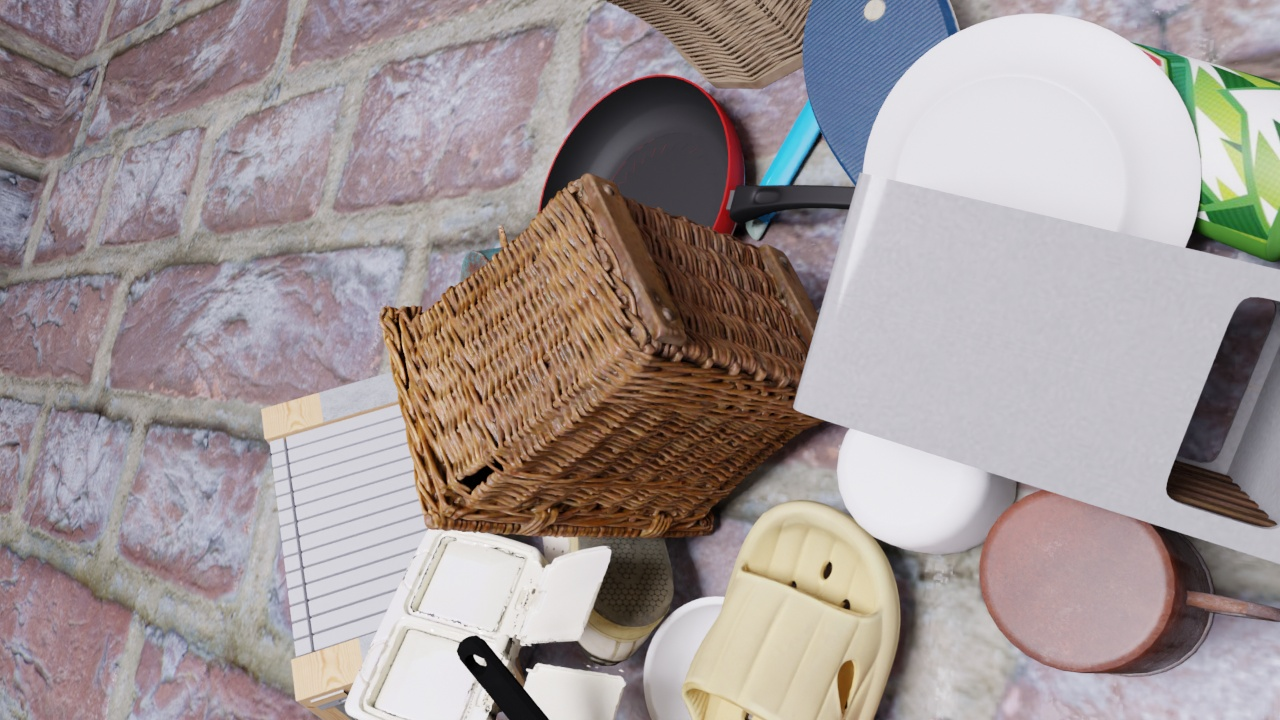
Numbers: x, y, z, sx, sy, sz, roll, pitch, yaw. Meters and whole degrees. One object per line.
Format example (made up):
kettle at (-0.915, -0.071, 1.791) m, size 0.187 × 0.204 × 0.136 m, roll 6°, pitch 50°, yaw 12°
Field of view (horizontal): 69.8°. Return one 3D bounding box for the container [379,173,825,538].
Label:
container at (-0.003, 0.003, 0.594) m, size 0.184 × 0.249 × 0.162 m, roll -41°, pitch 56°, yaw 31°

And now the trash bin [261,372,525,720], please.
trash bin at (-0.203, 0.156, 0.758) m, size 0.142 × 0.143 × 0.246 m, roll -17°, pitch 57°, yaw -9°

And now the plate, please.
plate at (0.209, -0.096, 0.523) m, size 0.189 × 0.016 × 0.189 m, roll 18°, pitch 119°, yaw 37°

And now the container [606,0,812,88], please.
container at (0.052, -0.344, 0.716) m, size 0.227 × 0.196 × 0.226 m, roll -15°, pitch 66°, yaw 36°

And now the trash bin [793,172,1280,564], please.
trash bin at (0.208, -0.006, 0.446) m, size 0.229 × 0.114 × 0.114 m, roll 18°, pitch 104°, yaw 17°

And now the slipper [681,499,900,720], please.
slipper at (0.076, 0.212, 0.544) m, size 0.111 × 0.079 × 0.261 m, roll 16°, pitch 85°, yaw 27°

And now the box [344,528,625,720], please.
box at (-0.095, 0.182, 0.598) m, size 0.186 × 0.066 × 0.145 m, roll -6°, pitch 50°, yaw 34°

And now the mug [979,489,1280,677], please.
mug at (0.246, 0.115, 0.459) m, size 0.123 × 0.110 × 0.096 m, roll -2°, pitch 79°, yaw 40°

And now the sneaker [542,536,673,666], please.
sneaker at (-0.039, 0.130, 0.718) m, size 0.241 × 0.088 × 0.102 m, roll -111°, pitch 27°, yaw -47°

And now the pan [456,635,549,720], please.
pan at (0.021, 0.287, 0.511) m, size 0.226 × 0.034 × 0.356 m, roll -40°, pitch 89°, yaw 27°

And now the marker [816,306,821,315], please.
marker at (0.104, -0.001, 0.681) m, size 0.152 × 0.011 × 0.011 m, roll -49°, pitch 51°, yaw 16°

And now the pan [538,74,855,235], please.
pan at (0.050, -0.125, 0.726) m, size 0.357 × 0.067 × 0.209 m, roll 12°, pitch 86°, yaw 42°

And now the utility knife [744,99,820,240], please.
utility knife at (0.133, -0.183, 0.714) m, size 0.031 × 0.015 × 0.196 m, roll 40°, pitch 107°, yaw 40°

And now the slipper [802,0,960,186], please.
slipper at (0.197, -0.150, 0.625) m, size 0.118 × 0.060 × 0.294 m, roll -34°, pitch 69°, yaw 33°

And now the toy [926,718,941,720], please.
toy at (0.145, 0.256, 0.516) m, size 0.050 × 0.093 × 0.102 m, roll 128°, pitch 146°, yaw -61°

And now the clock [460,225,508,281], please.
clock at (-0.118, -0.028, 0.813) m, size 0.121 × 0.073 × 0.158 m, roll 54°, pitch 147°, yaw 39°

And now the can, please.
can at (0.302, -0.120, 0.506) m, size 0.144 × 0.083 × 0.083 m, roll 40°, pitch 102°, yaw 41°

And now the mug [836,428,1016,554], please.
mug at (0.178, 0.060, 0.559) m, size 0.094 × 0.068 × 0.115 m, roll 30°, pitch 95°, yaw 42°

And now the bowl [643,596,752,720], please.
bowl at (0.060, 0.217, 0.620) m, size 0.110 × 0.040 × 0.109 m, roll -8°, pitch 73°, yaw 26°
